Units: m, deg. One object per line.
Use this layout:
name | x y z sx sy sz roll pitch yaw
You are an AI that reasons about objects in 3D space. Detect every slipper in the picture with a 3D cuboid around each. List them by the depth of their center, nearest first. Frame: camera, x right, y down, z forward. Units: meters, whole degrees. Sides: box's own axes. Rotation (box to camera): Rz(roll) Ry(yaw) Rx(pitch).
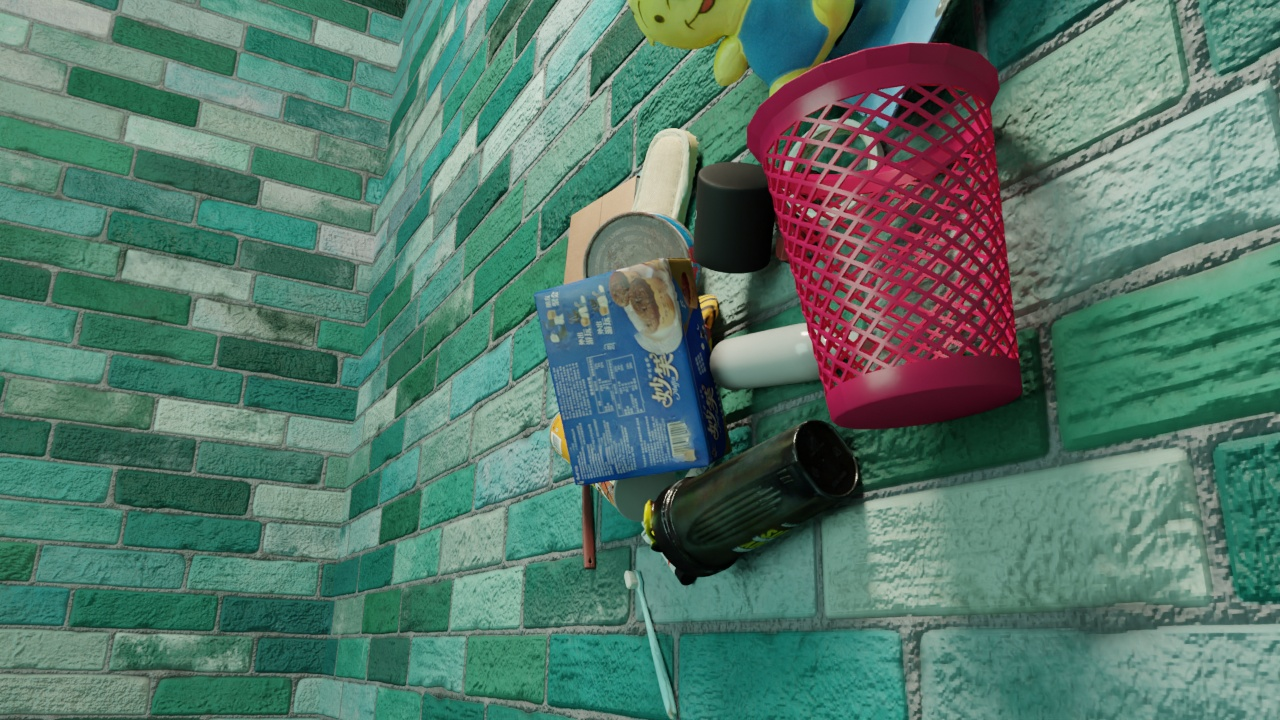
slipper | 0.007 -0.150 1.114 0.114 0.054 0.272 17 94 55

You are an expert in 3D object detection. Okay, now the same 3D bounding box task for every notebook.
notebook | -0.059 -0.167 1.307 0.210 0.008 0.141 -14 68 60

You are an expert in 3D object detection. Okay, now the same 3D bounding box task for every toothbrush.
toothbrush | 0.011 0.304 0.996 0.016 0.016 0.180 -59 35 33
toothbrush | -0.072 0.179 1.199 0.017 0.016 0.189 133 139 -53

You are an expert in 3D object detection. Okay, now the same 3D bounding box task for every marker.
marker | 0.042 0.141 0.968 0.134 0.020 0.017 -57 10 19
marker | 0.023 0.195 1.008 0.145 0.019 0.019 49 123 57

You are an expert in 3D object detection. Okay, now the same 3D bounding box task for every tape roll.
tape roll | 0.172 -0.169 0.822 0.094 0.018 0.093 -11 72 36

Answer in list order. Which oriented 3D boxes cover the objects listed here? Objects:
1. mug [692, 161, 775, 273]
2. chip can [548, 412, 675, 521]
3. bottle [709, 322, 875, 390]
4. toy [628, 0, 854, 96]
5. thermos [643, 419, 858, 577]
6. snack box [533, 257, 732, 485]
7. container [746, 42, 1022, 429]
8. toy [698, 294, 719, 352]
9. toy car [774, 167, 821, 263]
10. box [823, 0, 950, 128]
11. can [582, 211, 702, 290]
mug | 0.099 -0.150 0.919 0.113 0.078 0.088 -57 -26 -55
chip can | -0.039 0.116 1.093 0.215 0.075 0.075 29 106 62
bottle | 0.137 -0.005 0.827 0.196 0.052 0.052 -12 70 61
toy | 0.083 -0.326 0.830 0.083 0.214 0.149 -55 -9 -54
thermos | 0.092 0.127 0.825 0.222 0.098 0.098 -39 47 47
snack box | -0.008 0.012 0.926 0.155 0.069 0.202 -12 91 28
container | 0.182 -0.074 0.656 0.184 0.183 0.225 -30 62 56
toy | 0.057 -0.024 1.001 0.084 0.046 0.103 -154 81 -76
toy car | 0.150 -0.137 0.874 0.042 0.036 0.091 13 98 62
box | 0.233 -0.315 0.768 0.176 0.047 0.232 -113 42 -59
can | 0.002 -0.104 1.046 0.130 0.044 0.130 3 100 21
